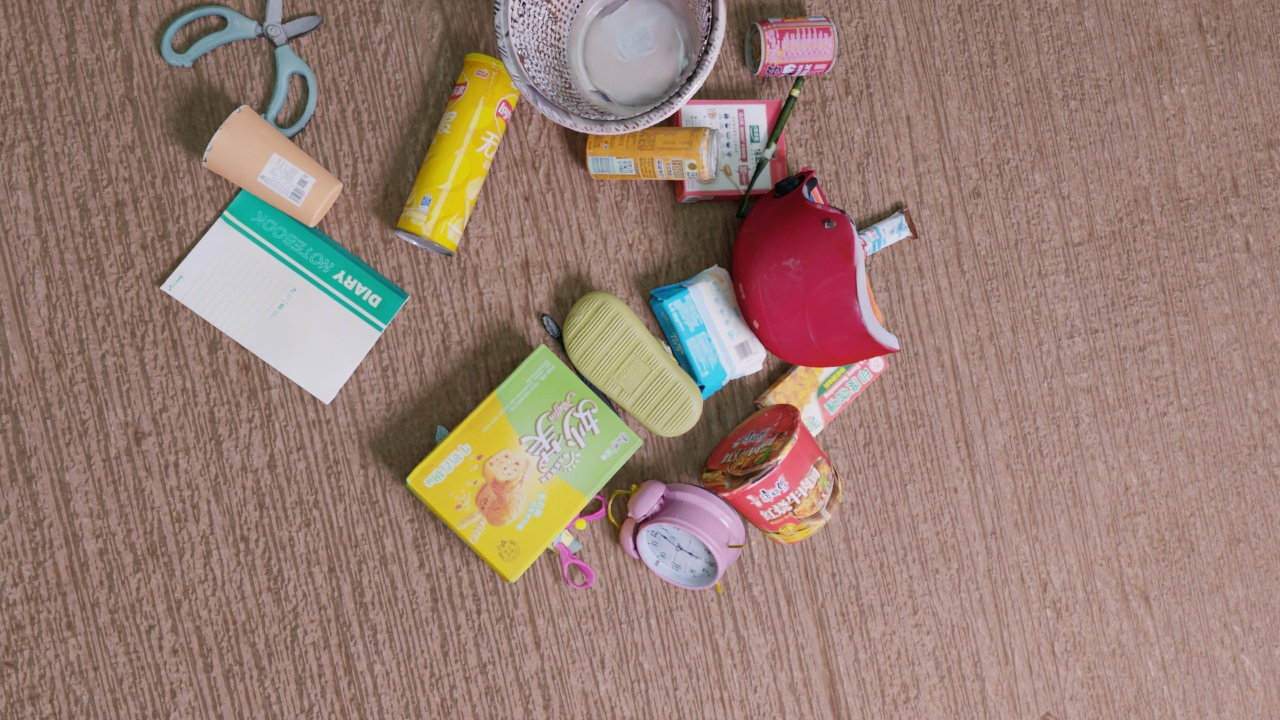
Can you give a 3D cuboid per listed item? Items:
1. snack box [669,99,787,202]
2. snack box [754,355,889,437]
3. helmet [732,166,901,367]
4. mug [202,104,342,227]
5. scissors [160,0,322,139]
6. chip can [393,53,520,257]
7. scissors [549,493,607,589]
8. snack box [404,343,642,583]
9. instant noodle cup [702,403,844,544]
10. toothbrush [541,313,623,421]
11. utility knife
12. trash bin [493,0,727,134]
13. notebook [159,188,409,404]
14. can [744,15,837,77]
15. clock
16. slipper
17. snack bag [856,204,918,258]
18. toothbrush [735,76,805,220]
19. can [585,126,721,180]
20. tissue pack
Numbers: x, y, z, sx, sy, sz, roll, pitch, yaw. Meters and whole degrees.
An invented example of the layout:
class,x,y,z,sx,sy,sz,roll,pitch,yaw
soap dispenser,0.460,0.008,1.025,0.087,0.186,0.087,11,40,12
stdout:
class,x,y,z,sx,sy,sz,roll,pitch,yaw
snack box,0.103,-0.246,1.080,0.127,0.044,0.113,-3,88,-11
snack box,0.218,0.027,1.102,0.155,0.027,0.077,-42,98,-10
helmet,0.174,-0.094,1.011,0.144,0.239,0.207,-24,125,12
mug,-0.381,-0.199,0.963,0.122,0.078,0.078,35,81,-13
scissors,-0.414,-0.314,0.988,0.170,0.019,0.179,-20,91,-13
chip can,-0.197,-0.223,1.003,0.072,0.072,0.213,23,85,-10
scissors,-0.090,0.200,1.026,0.133,0.017,0.135,-21,88,-18
snack box,-0.125,0.110,0.991,0.157,0.070,0.209,44,75,-2
instant noodle cup,0.155,0.132,1.038,0.137,0.138,0.108,-46,107,-10
toothbrush,-0.057,0.025,1.051,0.014,0.016,0.189,-35,96,-6
utility knife,-0.150,0.149,1.025,0.213,0.022,0.031,44,77,-14
trash bin,-0.019,-0.344,0.964,0.227,0.192,0.227,1,98,8
notebook,-0.379,-0.073,0.990,0.209,0.012,0.150,36,81,-8
can,0.177,-0.372,1.088,0.093,0.066,0.066,-7,89,-12
clock,0.035,0.189,1.014,0.158,0.117,0.059,26,45,12
slipper,-0.006,0.006,1.033,0.092,0.081,0.190,-45,82,11
snack bag,0.294,-0.154,1.125,0.104,0.026,0.048,-22,91,-13
toothbrush,0.153,-0.245,1.059,0.017,0.012,0.185,26,83,-15
can,0.014,-0.231,1.025,0.146,0.058,0.058,4,87,15
tissue pack,0.076,-0.034,1.056,0.090,0.063,0.140,-27,95,-14
